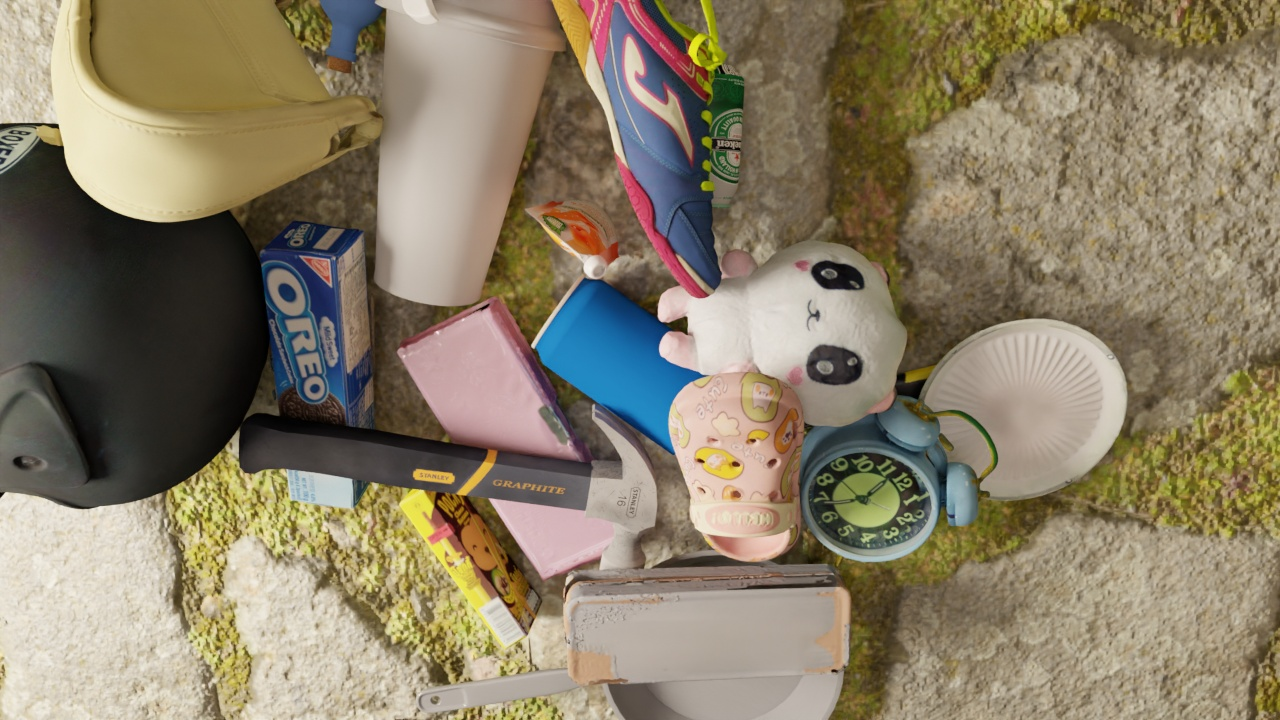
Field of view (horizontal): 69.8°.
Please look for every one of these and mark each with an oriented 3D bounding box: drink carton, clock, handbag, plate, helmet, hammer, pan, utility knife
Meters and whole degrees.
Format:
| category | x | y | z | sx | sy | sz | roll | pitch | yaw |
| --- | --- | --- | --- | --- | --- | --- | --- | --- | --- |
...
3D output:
| category | x | y | z | sx | sy | sz | roll | pitch | yaw |
| --- | --- | --- | --- | --- | --- | --- | --- | --- | --- |
| drink carton | -0.046 | -0.090 | 0.663 | 0.069 | 0.122 | 0.039 | 40 | 102 | -4 |
| clock | 0.189 | 0.088 | 0.698 | 0.162 | 0.059 | 0.118 | -37 | 99 | 28 |
| handbag | -0.288 | -0.191 | 0.601 | 0.232 | 0.190 | 0.089 | 56 | 135 | 28 |
| plate | 0.289 | 0.039 | 0.703 | 0.157 | 0.014 | 0.157 | 1 | 115 | 2 |
| helmet | -0.399 | -0.006 | 0.659 | 0.235 | 0.248 | 0.317 | 18 | 125 | -21 |
| hammer | -0.141 | 0.088 | 0.692 | 0.312 | 0.035 | 0.139 | 8 | 110 | -5 |
| pan | -0.011 | 0.259 | 0.773 | 0.357 | 0.050 | 0.201 | -8 | 101 | 7 |
| utility knife | 0.160 | 0.035 | 0.727 | 0.213 | 0.020 | 0.029 | -14 | 99 | 9 |

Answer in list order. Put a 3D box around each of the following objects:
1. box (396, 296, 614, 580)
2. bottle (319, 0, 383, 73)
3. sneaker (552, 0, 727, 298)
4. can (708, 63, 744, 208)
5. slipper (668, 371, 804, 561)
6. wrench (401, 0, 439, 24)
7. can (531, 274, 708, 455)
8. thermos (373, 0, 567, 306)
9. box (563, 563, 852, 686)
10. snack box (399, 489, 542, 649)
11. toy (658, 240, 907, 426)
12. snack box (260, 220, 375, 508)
| category | x | y | z | sx | sy | sz | roll | pitch | yaw |
| --- | --- | --- | --- | --- | --- | --- | --- | --- | --- |
| box | -0.096 | 0.067 | 0.730 | 0.098 | 0.037 | 0.233 | -25 | 109 | 13 |
| bottle | -0.211 | -0.279 | 0.675 | 0.048 | 0.048 | 0.131 | 15 | 103 | 1 |
| sneaker | 0.021 | -0.159 | 0.601 | 0.091 | 0.116 | 0.242 | -21 | 107 | 5 |
| can | 0.048 | -0.165 | 0.675 | 0.053 | 0.053 | 0.101 | 4 | 102 | 4 |
| slipper | 0.068 | 0.095 | 0.647 | 0.093 | 0.081 | 0.197 | 0 | 134 | 11 |
| wrench | -0.205 | -0.274 | 0.617 | 0.273 | 0.009 | 0.047 | 30 | 91 | 33 |
| can | -0.004 | 0.004 | 0.702 | 0.146 | 0.079 | 0.079 | 35 | 103 | -3 |
| thermos | -0.135 | -0.158 | 0.663 | 0.131 | 0.131 | 0.222 | 16 | 111 | 1 |
| box | 0.050 | 0.200 | 0.697 | 0.216 | 0.062 | 0.081 | -1 | 103 | -3 |
| snack box | -0.137 | 0.161 | 0.757 | 0.026 | 0.061 | 0.149 | -32 | 98 | 11 |
| toy | 0.102 | -0.022 | 0.669 | 0.179 | 0.101 | 0.138 | 4 | 77 | -6 |
| snack box | -0.241 | 0.009 | 0.704 | 0.059 | 0.059 | 0.227 | 9 | 121 | 2 |
